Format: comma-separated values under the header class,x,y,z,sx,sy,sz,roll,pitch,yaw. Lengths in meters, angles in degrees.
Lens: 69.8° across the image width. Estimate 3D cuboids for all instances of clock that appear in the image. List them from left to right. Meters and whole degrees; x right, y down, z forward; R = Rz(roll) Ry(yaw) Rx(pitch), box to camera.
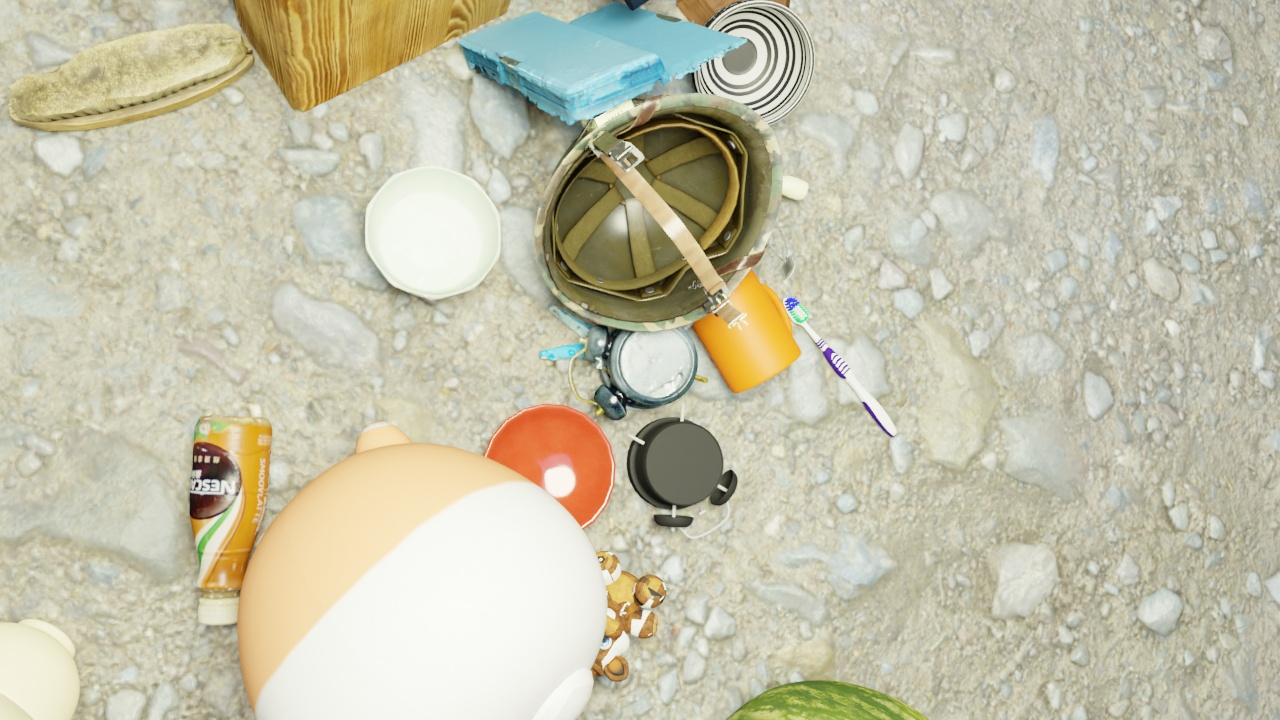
class,x,y,z,sx,sy,sz,roll,pitch,yaw
clock,-0.005,0.005,0.854,0.129,0.052,0.090,-14,91,-12
clock,0.042,0.109,0.872,0.091,0.043,0.120,-27,93,-17

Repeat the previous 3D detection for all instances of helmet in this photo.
class,x,y,z,sx,sy,sz,roll,pitch,yaw
helmet,0.017,-0.127,0.779,0.225,0.235,0.193,-30,118,18
helmet,0.162,0.388,0.780,0.242,0.248,0.213,-28,118,-56

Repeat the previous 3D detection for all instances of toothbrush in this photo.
class,x,y,z,sx,sy,sz,roll,pitch,yaw
toothbrush,0.207,0.007,0.946,0.015,0.016,0.186,-42,97,-16

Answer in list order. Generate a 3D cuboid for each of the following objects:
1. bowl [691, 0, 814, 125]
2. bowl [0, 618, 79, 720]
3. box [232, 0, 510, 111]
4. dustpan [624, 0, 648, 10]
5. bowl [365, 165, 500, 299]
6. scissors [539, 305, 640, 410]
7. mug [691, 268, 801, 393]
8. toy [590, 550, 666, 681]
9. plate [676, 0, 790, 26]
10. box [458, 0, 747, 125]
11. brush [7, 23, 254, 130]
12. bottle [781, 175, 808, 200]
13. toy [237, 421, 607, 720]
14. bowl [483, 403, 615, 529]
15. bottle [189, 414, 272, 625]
class,x,y,z,sx,sy,sz,roll,pitch,yaw
bowl,0.105,-0.298,0.912,0.120,0.066,0.120,-4,118,-8
bowl,-0.468,0.237,0.684,0.118,0.118,0.073,35,34,-11
box,-0.217,-0.385,0.719,0.258,0.280,0.220,-31,93,-18
dustpan,-0.032,-0.427,0.820,0.080,0.273,0.236,-30,62,4
bowl,-0.185,-0.108,0.814,0.117,0.061,0.117,2,84,-17
scissors,-0.028,-0.021,0.881,0.137,0.012,0.127,37,76,-9
mug,0.108,-0.036,0.895,0.112,0.078,0.096,-35,96,-41
toy,-0.032,0.239,0.827,0.087,0.067,0.112,25,64,12
plate,0.102,-0.383,0.946,0.131,0.025,0.131,2,84,-17
box,-0.040,-0.275,0.803,0.174,0.231,0.033,-27,128,-20
brush,-0.422,-0.236,0.764,0.195,0.043,0.059,-22,91,-17
bottle,0.082,-0.194,0.912,0.184,0.045,0.045,14,81,-15
toy,-0.167,0.189,0.698,0.263,0.265,0.281,-46,70,-1
bowl,-0.086,0.101,0.838,0.122,0.035,0.122,2,84,-17
bottle,-0.336,0.128,0.747,0.059,0.059,0.167,4,84,-17
